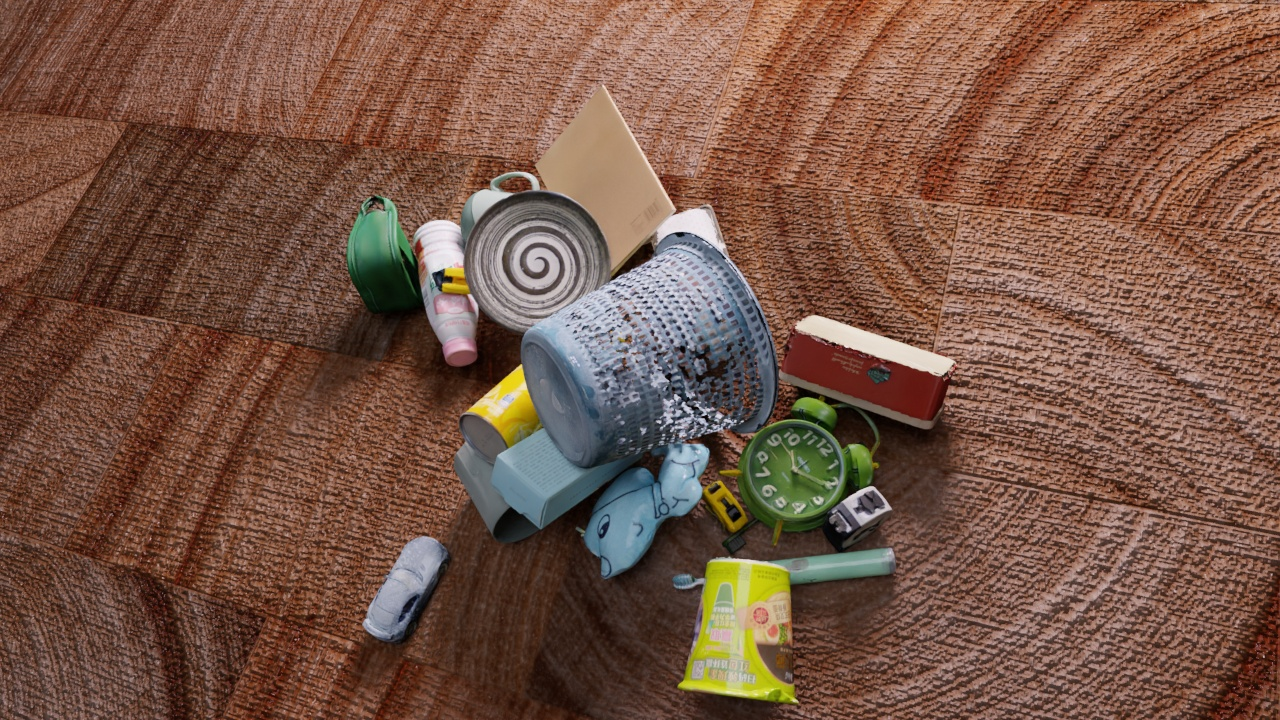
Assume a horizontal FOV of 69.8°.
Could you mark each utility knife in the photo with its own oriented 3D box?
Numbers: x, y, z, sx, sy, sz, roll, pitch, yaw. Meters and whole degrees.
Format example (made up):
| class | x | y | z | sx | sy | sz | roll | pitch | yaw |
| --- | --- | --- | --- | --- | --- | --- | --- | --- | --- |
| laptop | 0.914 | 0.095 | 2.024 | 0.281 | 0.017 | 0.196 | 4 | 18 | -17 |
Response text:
| class | x | y | z | sx | sy | sz | roll | pitch | yaw |
| --- | --- | --- | --- | --- | --- | --- | --- | --- | --- |
| utility knife | -0.151 | -0.091 | 1.135 | 0.215 | 0.015 | 0.033 | 6 | 78 | -6 |

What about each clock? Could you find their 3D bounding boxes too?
| class | x | y | z | sx | sy | sz | roll | pitch | yaw |
| --- | --- | --- | --- | --- | --- | --- | --- | --- | --- |
| clock | 0.171 | 0.105 | 0.942 | 0.161 | 0.056 | 0.116 | -36 | 74 | -5 |

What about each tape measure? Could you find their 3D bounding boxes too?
| class | x | y | z | sx | sy | sz | roll | pitch | yaw |
| --- | --- | --- | --- | --- | --- | --- | --- | --- | --- |
| tape measure | 0.217 | 0.157 | 0.915 | 0.066 | 0.066 | 0.033 | -31 | 65 | -8 |
| tape measure | 0.084 | 0.154 | 0.958 | 0.029 | 0.060 | 0.057 | -38 | 84 | -8 |

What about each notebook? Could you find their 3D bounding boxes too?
| class | x | y | z | sx | sy | sz | roll | pitch | yaw |
| --- | --- | --- | --- | --- | --- | --- | --- | --- | --- |
| notebook | -0.049 | -0.218 | 1.152 | 0.150 | 0.012 | 0.211 | -43 | 62 | 32 |

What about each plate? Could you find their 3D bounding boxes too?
| class | x | y | z | sx | sy | sz | roll | pitch | yaw |
| --- | --- | --- | --- | --- | --- | --- | --- | --- | --- |
| plate | -0.124 | -0.116 | 1.117 | 0.179 | 0.024 | 0.179 | 0 | 89 | -11 |

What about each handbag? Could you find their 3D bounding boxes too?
| class | x | y | z | sx | sy | sz | roll | pitch | yaw |
| --- | --- | --- | --- | --- | --- | --- | --- | --- | --- |
| handbag | -0.328 | -0.130 | 1.179 | 0.068 | 0.131 | 0.120 | -12 | 56 | -1 |

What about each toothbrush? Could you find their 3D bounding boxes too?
| class | x | y | z | sx | sy | sz | roll | pitch | yaw |
| --- | --- | --- | --- | --- | --- | --- | --- | --- | --- |
| toothbrush | 0.143 | 0.214 | 0.929 | 0.225 | 0.027 | 0.026 | -9 | 44 | 11 |
| toothbrush | 0.164 | 0.145 | 0.968 | 0.185 | 0.012 | 0.017 | -35 | 66 | -4 |

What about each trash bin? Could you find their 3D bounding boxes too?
| class | x | y | z | sx | sy | sz | roll | pitch | yaw |
| --- | --- | --- | --- | --- | --- | --- | --- | --- | --- |
| trash bin | -0.006 | 0.005 | 0.932 | 0.194 | 0.227 | 0.226 | -23 | 57 | -23 |

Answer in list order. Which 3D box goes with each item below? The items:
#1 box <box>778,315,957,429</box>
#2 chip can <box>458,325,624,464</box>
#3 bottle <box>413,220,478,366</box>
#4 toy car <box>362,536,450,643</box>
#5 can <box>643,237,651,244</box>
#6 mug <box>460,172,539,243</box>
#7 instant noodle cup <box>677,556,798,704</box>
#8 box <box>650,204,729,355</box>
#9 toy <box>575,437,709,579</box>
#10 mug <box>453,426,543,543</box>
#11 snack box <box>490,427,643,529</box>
| class | x | y | z | sx | sy | sz | roll | pitch | yaw |
| --- | --- | --- | --- | --- | --- | --- | --- | --- | --- |
| box | 0.240 | 0.002 | 0.964 | 0.168 | 0.091 | 0.077 | 20 | 111 | 23 |
| chip can | -0.106 | 0.025 | 1.024 | 0.072 | 0.072 | 0.212 | 25 | 48 | 25 |
| bottle | -0.242 | -0.085 | 1.166 | 0.068 | 0.068 | 0.196 | -20 | 61 | 5 |
| toy car | -0.259 | 0.252 | 1.017 | 0.054 | 0.037 | 0.120 | 19 | 67 | 23 |
| can | -0.028 | -0.207 | 1.178 | 0.053 | 0.053 | 0.134 | -37 | 60 | -5 |
| mug | -0.168 | -0.187 | 1.179 | 0.106 | 0.082 | 0.112 | 13 | 104 | 21 |
| instant noodle cup | 0.096 | 0.253 | 0.865 | 0.112 | 0.112 | 0.123 | 2 | 70 | 16 |
| box | 0.073 | -0.092 | 1.089 | 0.090 | 0.061 | 0.184 | -16 | 62 | 7 |
| toy | 0.000 | 0.154 | 0.976 | 0.157 | 0.050 | 0.161 | -18 | 45 | 34 |
| mug | -0.133 | 0.127 | 1.024 | 0.123 | 0.084 | 0.103 | -30 | 57 | -16 |
| snack box | -0.071 | 0.103 | 0.981 | 0.074 | 0.052 | 0.174 | 35 | 41 | 24 |
